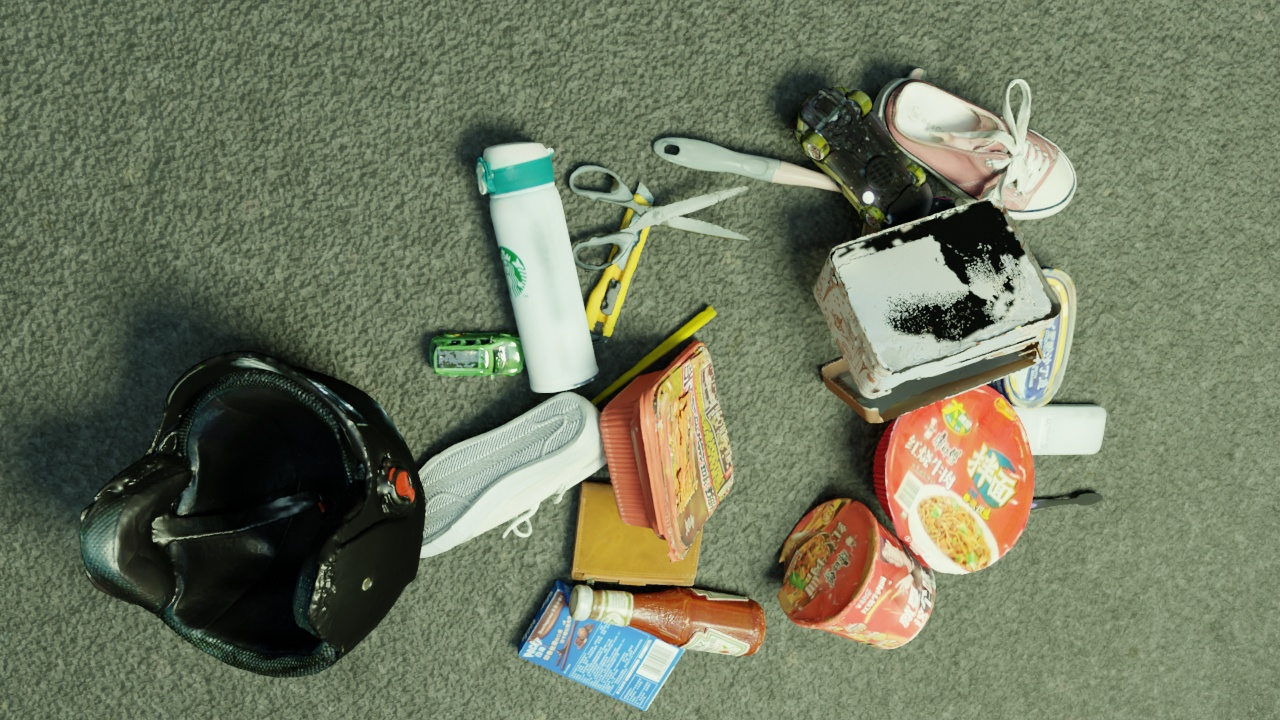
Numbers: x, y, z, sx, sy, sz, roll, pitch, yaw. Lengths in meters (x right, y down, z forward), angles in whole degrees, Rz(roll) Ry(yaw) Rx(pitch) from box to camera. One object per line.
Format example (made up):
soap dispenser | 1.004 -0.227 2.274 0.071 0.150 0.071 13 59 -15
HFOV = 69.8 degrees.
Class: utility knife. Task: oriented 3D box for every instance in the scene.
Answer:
utility knife | -0.021 -0.089 0.875 0.033 0.015 0.165 17 100 -15

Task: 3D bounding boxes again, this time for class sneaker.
sneaker | 0.331 -0.194 0.863 0.241 0.088 0.118 21 100 -23
sneaker | -0.127 0.117 0.882 0.242 0.089 0.090 -32 144 13

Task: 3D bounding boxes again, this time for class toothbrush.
toothbrush | -0.005 0.005 0.902 0.190 0.015 0.016 -37 100 1
toothbrush | 0.421 0.161 1.017 0.189 0.017 0.014 -5 93 -5

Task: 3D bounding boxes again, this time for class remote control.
remote control | 0.436 0.074 0.991 0.136 0.020 0.056 0 105 -10

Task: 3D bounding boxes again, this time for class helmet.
helmet | -0.297 0.124 0.775 0.234 0.230 0.275 8 97 14

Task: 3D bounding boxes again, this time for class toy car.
toy car | -0.153 -0.004 0.866 0.091 0.036 0.043 -2 103 -13
toy car | 0.204 -0.180 0.841 0.070 0.042 0.158 -44 103 -7

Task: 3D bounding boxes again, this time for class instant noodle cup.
instant noodle cup | 0.226 0.225 0.939 0.108 0.138 0.138 31 97 -23
instant noodle cup | 0.024 0.082 0.860 0.079 0.188 0.164 -5 105 21
instant noodle cup | 0.307 0.116 0.935 0.193 0.066 0.193 2 85 -25

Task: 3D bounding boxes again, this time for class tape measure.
tape measure | 0.277 -0.142 0.890 0.057 0.058 0.039 -7 102 -53

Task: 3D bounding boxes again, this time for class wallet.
wallet | -0.003 0.186 0.937 0.130 0.035 0.119 6 103 -9

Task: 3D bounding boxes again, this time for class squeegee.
squeegee | 0.134 -0.177 0.869 0.249 0.040 0.248 10 102 -11

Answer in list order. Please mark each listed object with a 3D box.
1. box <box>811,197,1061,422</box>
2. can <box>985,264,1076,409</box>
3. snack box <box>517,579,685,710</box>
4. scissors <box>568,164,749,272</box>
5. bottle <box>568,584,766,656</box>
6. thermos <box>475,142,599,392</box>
box | 0.269 -0.028 0.873 0.182 0.181 0.153 -18 72 -7
can | 0.399 -0.026 0.945 0.074 0.049 0.148 2 103 -11
snack box | -0.041 0.300 0.964 0.157 0.026 0.084 29 97 -15
scissors | 0.008 -0.133 0.851 0.175 0.014 0.159 41 99 -2
bottle | 0.028 0.262 0.941 0.206 0.060 0.060 13 101 -18
thermos | -0.095 -0.086 0.836 0.073 0.073 0.224 -13 105 -6
